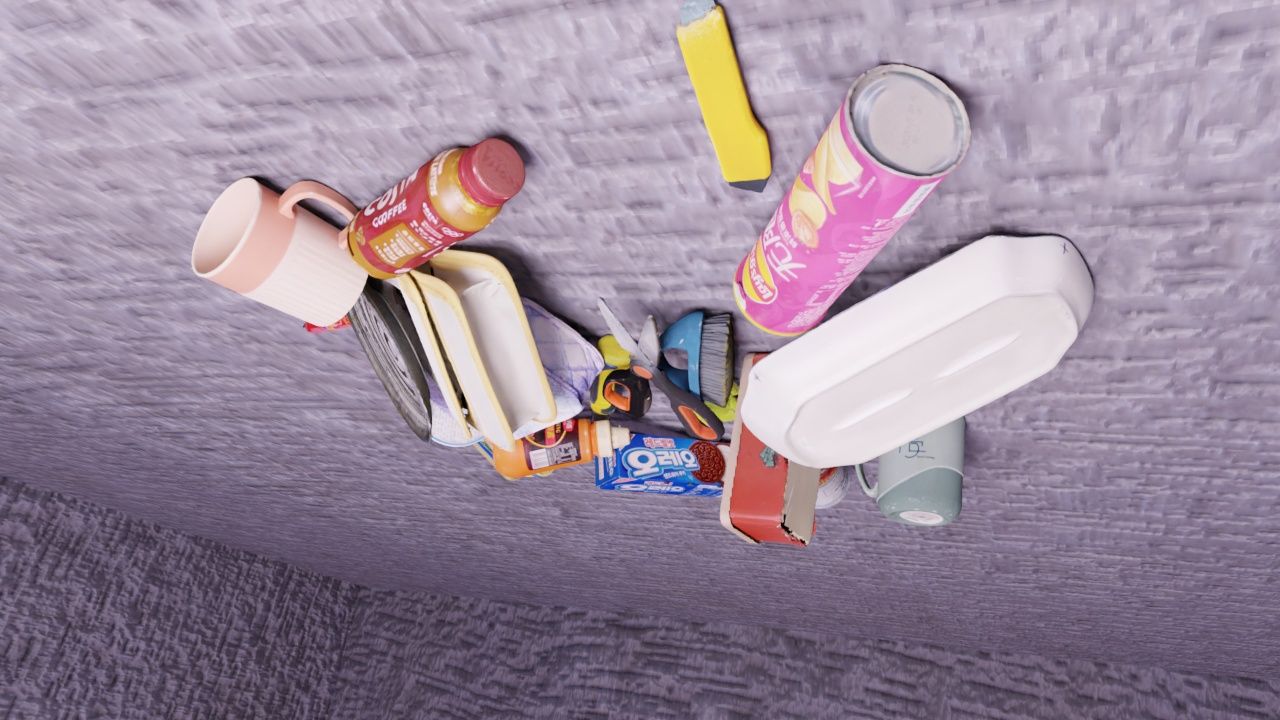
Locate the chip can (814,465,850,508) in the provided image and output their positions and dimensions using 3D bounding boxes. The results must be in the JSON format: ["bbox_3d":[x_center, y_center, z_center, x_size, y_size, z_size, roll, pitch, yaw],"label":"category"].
[{"bbox_3d":[0.177,0.098,0.995,0.071,0.071,0.215,0,156,22],"label":"chip can"}]

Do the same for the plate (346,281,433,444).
[{"bbox_3d":[-0.224,-0.009,0.824,0.024,0.179,0.180,-30,170,-22],"label":"plate"}]

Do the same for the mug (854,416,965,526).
[{"bbox_3d":[0.272,0.109,0.937,0.112,0.106,0.082,-6,155,35],"label":"mug"}]

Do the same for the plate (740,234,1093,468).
[{"bbox_3d":[0.201,0.008,0.668,0.266,0.034,0.162,-30,136,20],"label":"plate"}]

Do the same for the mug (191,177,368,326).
[{"bbox_3d":[-0.269,-0.091,0.719,0.115,0.081,0.106,-36,140,20],"label":"mug"}]

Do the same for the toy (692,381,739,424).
[{"bbox_3d":[0.067,0.038,0.946,0.096,0.031,0.100,14,153,-12],"label":"toy"}]

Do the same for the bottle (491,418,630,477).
[{"bbox_3d":[-0.085,0.090,1.004,0.149,0.066,0.067,-6,158,-1],"label":"bottle"}]

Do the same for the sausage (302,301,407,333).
[{"bbox_3d":[-0.284,-0.043,0.905,0.156,0.020,0.020,-7,153,35],"label":"sausage"}]

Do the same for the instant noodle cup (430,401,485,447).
[{"bbox_3d":[-0.213,0.053,1.022,0.099,0.099,0.110,17,164,-19],"label":"instant noodle cup"}]

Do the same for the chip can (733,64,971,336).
[{"bbox_3d":[0.119,-0.087,0.565,0.071,0.071,0.211,12,157,-6],"label":"chip can"}]

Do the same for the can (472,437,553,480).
[{"bbox_3d":[-0.148,0.093,1.086,0.102,0.057,0.083,50,149,-18],"label":"can"}]

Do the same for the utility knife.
[{"bbox_3d":[0.050,-0.147,0.519,0.033,0.015,0.168,-4,154,16],"label":"utility knife"}]

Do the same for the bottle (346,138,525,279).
[{"bbox_3d":[-0.145,-0.106,0.642,0.057,0.057,0.175,25,153,-34],"label":"bottle"}]

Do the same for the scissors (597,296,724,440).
[{"bbox_3d":[0.019,0.014,0.807,0.198,0.021,0.227,30,158,-10],"label":"scissors"}]

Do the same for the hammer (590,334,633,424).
[{"bbox_3d":[-0.043,0.047,1.010,0.126,0.031,0.324,10,158,-3],"label":"hammer"}]

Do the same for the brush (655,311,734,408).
[{"bbox_3d":[0.049,0.000,0.826,0.073,0.055,0.144,5,158,9],"label":"brush"}]

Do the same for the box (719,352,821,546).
[{"bbox_3d":[0.134,0.080,0.839,0.077,0.168,0.091,-1,156,31],"label":"box"}]

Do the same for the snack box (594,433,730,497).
[{"bbox_3d":[0.049,0.127,1.082,0.207,0.058,0.057,8,156,-27],"label":"snack box"}]

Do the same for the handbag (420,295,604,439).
[{"bbox_3d":[-0.134,0.013,0.889,0.134,0.075,0.194,38,148,-18],"label":"handbag"}]

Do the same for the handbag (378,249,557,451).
[{"bbox_3d":[-0.164,-0.013,0.774,0.179,0.063,0.163,16,132,42],"label":"handbag"}]
